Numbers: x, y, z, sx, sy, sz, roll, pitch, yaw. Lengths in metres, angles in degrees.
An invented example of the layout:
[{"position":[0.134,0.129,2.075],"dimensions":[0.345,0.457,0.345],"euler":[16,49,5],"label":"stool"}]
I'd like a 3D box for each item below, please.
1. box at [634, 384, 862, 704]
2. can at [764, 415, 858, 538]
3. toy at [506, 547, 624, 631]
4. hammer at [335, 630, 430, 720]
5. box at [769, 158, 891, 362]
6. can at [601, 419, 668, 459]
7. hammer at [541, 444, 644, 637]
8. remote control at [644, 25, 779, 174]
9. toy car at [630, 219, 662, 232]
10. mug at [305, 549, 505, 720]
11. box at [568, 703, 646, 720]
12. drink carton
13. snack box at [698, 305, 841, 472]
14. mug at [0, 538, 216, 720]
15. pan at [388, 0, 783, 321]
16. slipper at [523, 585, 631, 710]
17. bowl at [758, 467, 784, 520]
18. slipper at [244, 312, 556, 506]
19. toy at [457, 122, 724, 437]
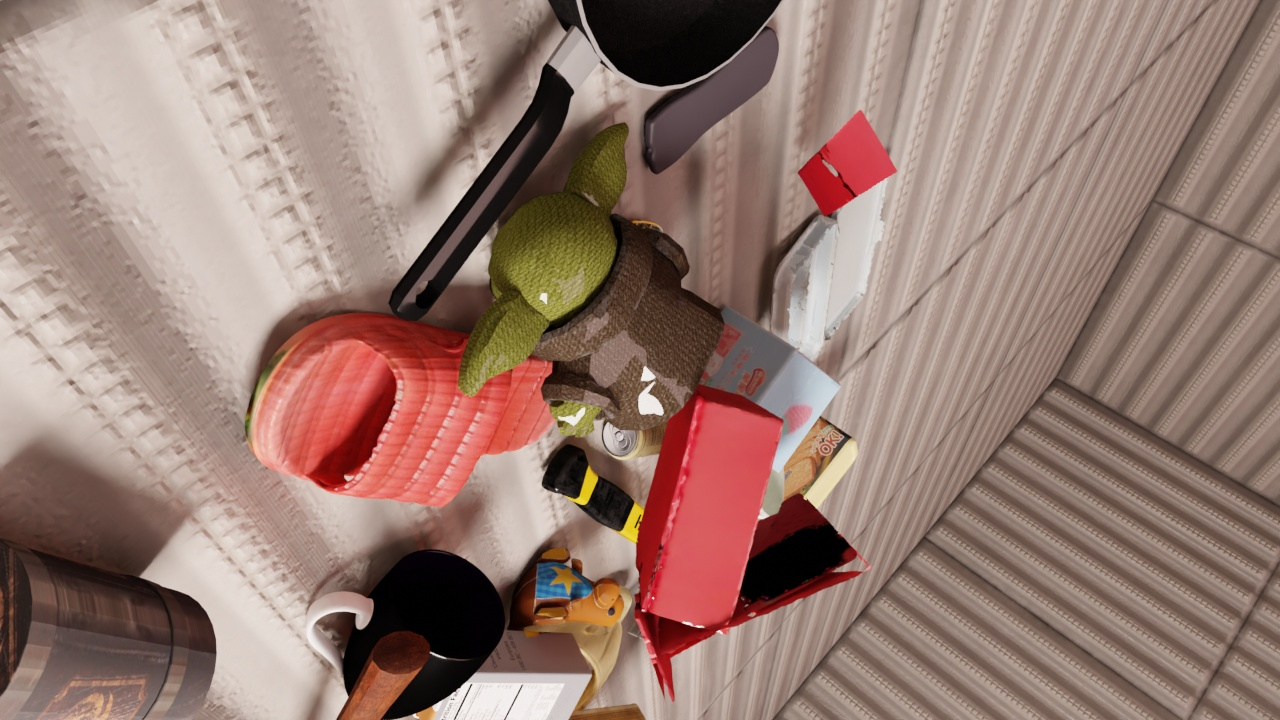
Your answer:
[{"position":[0.065,0.244,0.615],"dimensions":[0.214,0.138,0.467],"euler":[-110,-164,-89],"label":"box"},{"position":[0.158,0.112,0.997],"dimensions":[0.130,0.101,0.072],"euler":[-50,154,-7],"label":"can"},{"position":[-0.065,0.211,0.776],"dimensions":[0.090,0.070,0.103],"euler":[18,130,-18],"label":"toy"},{"position":[-0.195,0.252,0.576],"dimensions":[0.110,0.028,0.302],"euler":[-3,141,-40],"label":"hammer"},{"position":[0.179,-0.076,0.895],"dimensions":[0.189,0.038,0.209],"euler":[-51,155,-24],"label":"box"},{"position":[0.004,0.059,0.751],"dimensions":[0.079,0.038,0.038],"euler":[1,121,-59],"label":"can"},{"position":[-0.009,0.148,0.817],"dimensions":[0.169,0.034,0.324],"euler":[-66,151,-15],"label":"hammer"},{"position":[0.046,-0.167,0.580],"dimensions":[0.124,0.009,0.046],"euler":[-43,152,-21],"label":"remote control"},{"position":[-0.009,-0.036,0.605],"dimensions":[0.047,0.047,0.112],"euler":[-7,128,-52],"label":"toy car"},{"position":[-0.163,0.182,0.594],"dimensions":[0.118,0.084,0.100],"euler":[21,122,-32],"label":"mug"},{"position":[-0.075,0.509,0.850],"dimensions":[0.279,0.264,0.269],"euler":[-39,156,5],"label":"box"},{"position":[-0.111,0.254,0.729],"dimensions":[0.124,0.048,0.076],"euler":[14,112,-33],"label":"drink carton"},{"position":[0.094,0.024,0.771],"dimensions":[0.079,0.095,0.093],"euler":[33,94,-41],"label":"snack box"},{"position":[-0.258,0.130,0.379],"dimensions":[0.116,0.080,0.107],"euler":[-24,153,3],"label":"mug"},{"position":[-0.016,-0.172,0.433],"dimensions":[0.355,0.044,0.204],"euler":[-53,154,-1],"label":"pan"},{"position":[-0.081,0.296,0.855],"dimensions":[0.260,0.079,0.111],"euler":[-10,133,-54],"label":"slipper"},{"position":[0.096,0.101,0.904],"dimensions":[0.117,0.061,0.117],"euler":[39,46,-56],"label":"bowl"},{"position":[-0.107,0.033,0.516],"dimensions":[0.104,0.059,0.248],"euler":[-60,155,12],"label":"slipper"},{"position":[-0.022,-0.028,0.519],"dimensions":[0.152,0.078,0.179],"euler":[44,62,-34],"label":"toy"}]
